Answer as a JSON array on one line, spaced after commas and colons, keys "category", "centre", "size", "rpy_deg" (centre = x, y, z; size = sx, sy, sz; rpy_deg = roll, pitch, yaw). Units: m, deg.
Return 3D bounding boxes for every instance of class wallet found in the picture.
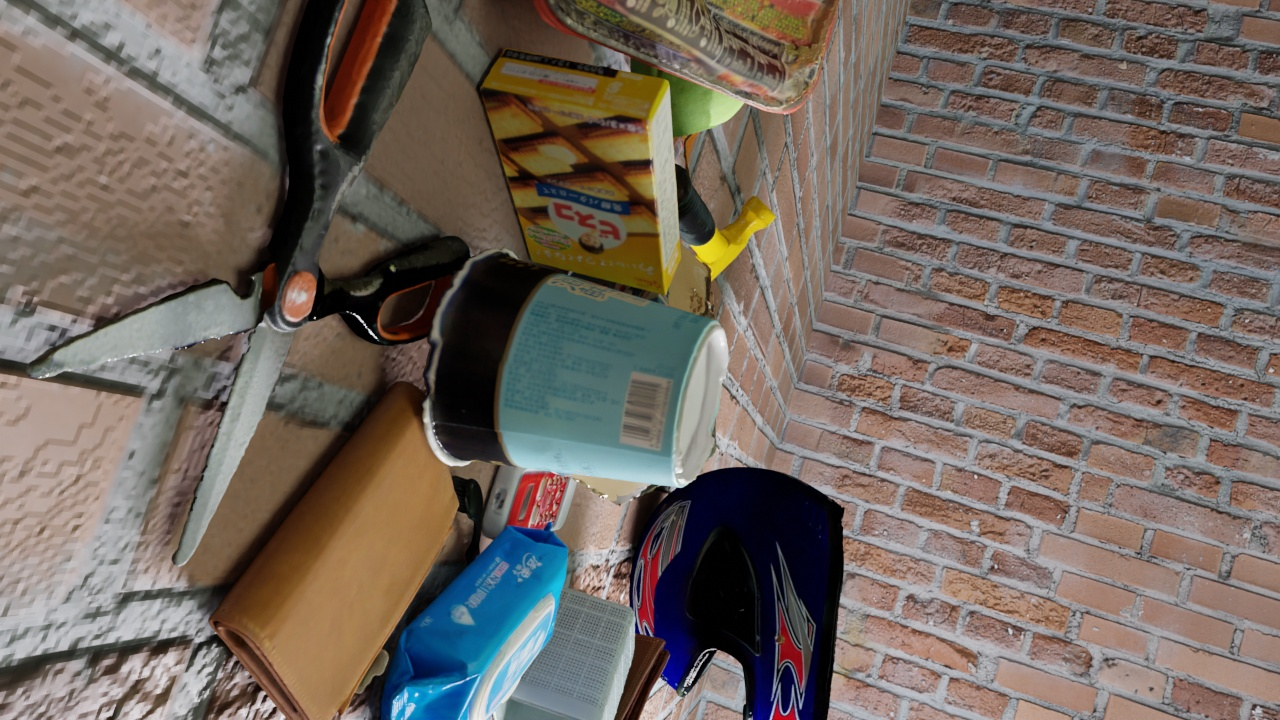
[{"category": "wallet", "centre": [-0.041, 0.295, 0.827], "size": [0.124, 0.101, 0.032], "rpy_deg": [-53, 135, -51]}, {"category": "wallet", "centre": [-0.128, 0.090, 0.417], "size": [0.108, 0.031, 0.131], "rpy_deg": [85, 25, -46]}]

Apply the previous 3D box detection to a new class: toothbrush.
[{"category": "toothbrush", "centre": [-0.108, 0.134, 0.586], "size": [0.190, 0.018, 0.014], "rpy_deg": [97, 18, -45]}]

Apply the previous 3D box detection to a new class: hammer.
[{"category": "hammer", "centre": [0.044, -0.102, 0.714], "size": [0.129, 0.033, 0.300], "rpy_deg": [-46, 170, 6]}]

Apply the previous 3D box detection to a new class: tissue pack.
[{"category": "tissue pack", "centre": [-0.096, 0.172, 0.551], "size": [0.156, 0.052, 0.095], "rpy_deg": [-44, 153, -51]}]

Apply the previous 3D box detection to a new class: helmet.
[{"category": "helmet", "centre": [0.106, 0.280, 1.058], "size": [0.247, 0.240, 0.315], "rpy_deg": [40, 55, -75]}]

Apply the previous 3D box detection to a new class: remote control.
[{"category": "remote control", "centre": [-0.074, 0.096, 0.648], "size": [0.136, 0.020, 0.056], "rpy_deg": [28, 78, -75]}]

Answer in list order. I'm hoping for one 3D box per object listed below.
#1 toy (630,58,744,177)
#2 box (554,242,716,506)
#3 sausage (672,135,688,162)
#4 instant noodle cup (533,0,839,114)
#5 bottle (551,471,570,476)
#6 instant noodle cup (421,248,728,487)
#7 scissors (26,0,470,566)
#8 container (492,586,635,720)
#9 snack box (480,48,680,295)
[{"category": "toy", "centre": [0.049, -0.218, 0.629], "size": [0.245, 0.090, 0.228], "rpy_deg": [-48, 160, -52]}, {"category": "box", "centre": [-0.003, 0.003, 0.558], "size": [0.061, 0.090, 0.183], "rpy_deg": [39, 35, -32]}, {"category": "sausage", "centre": [0.017, -0.154, 0.714], "size": [0.020, 0.020, 0.155], "rpy_deg": [87, 24, -52]}, {"category": "instant noodle cup", "centre": [0.029, -0.231, 0.452], "size": [0.079, 0.164, 0.189], "rpy_deg": [25, -80, 60]}, {"category": "bottle", "centre": [-0.048, 0.044, 0.604], "size": [0.108, 0.063, 0.063], "rpy_deg": [24, 82, -61]}, {"category": "instant noodle cup", "centre": [-0.024, 0.009, 0.440], "size": [0.111, 0.120, 0.111], "rpy_deg": [12, 89, -73]}, {"category": "scissors", "centre": [-0.116, -0.039, 0.339], "size": [0.234, 0.022, 0.221], "rpy_deg": [-17, 122, -74]}, {"category": "container", "centre": [-0.057, 0.255, 0.753], "size": [0.090, 0.090, 0.111], "rpy_deg": [92, 18, -45]}, {"category": "snack box", "centre": [-0.026, -0.094, 0.485], "size": [0.140, 0.087, 0.033], "rpy_deg": [80, 29, -61]}]
